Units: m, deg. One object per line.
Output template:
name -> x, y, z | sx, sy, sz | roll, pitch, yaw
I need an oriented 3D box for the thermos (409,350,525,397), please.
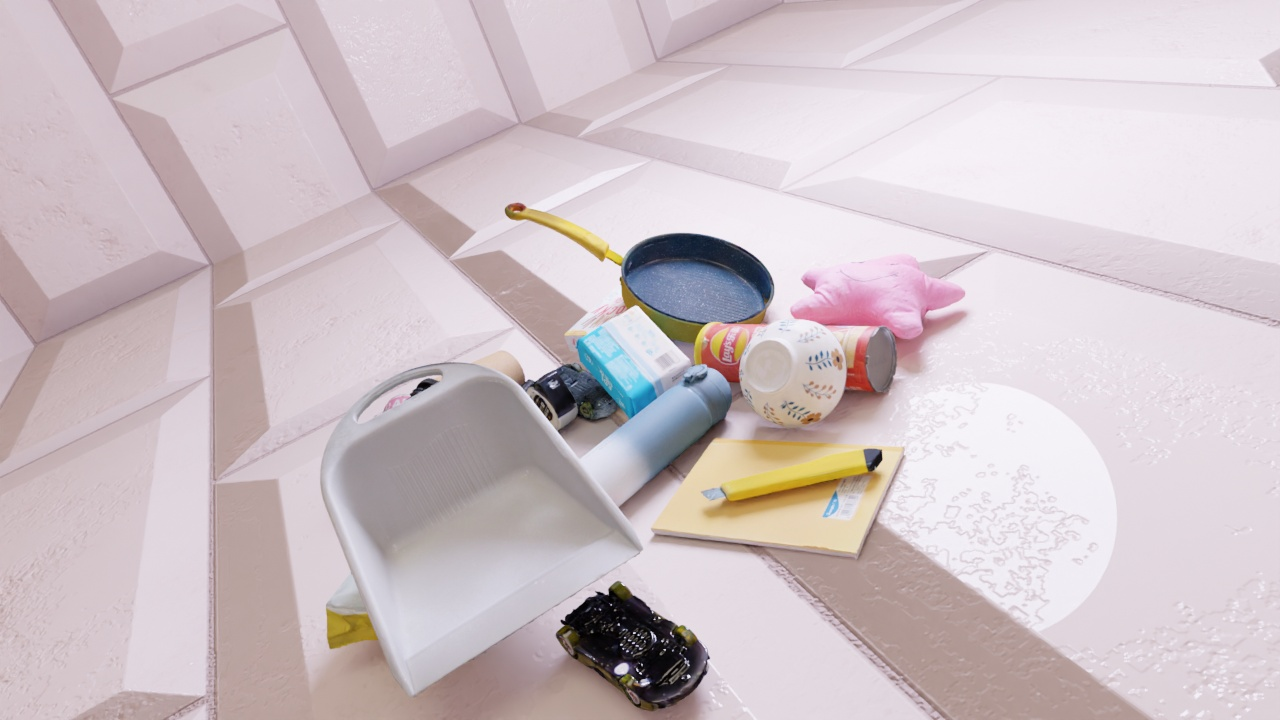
thermos -> -0.221, 0.043, 1.187 | 0.093, 0.093, 0.142 | 5, 30, 42

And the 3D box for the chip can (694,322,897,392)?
chip can -> 0.166, -0.005, 1.002 | 0.217, 0.073, 0.073 | 2, 35, 39

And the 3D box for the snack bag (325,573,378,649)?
snack bag -> -0.183, 0.187, 0.905 | 0.158, 0.068, 0.245 | -7, 30, 26

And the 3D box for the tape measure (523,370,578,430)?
tape measure -> -0.107, 0.051, 1.107 | 0.033, 0.066, 0.066 | -34, 2, -30

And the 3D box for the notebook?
notebook -> 0.127, 0.122, 0.860 | 0.207, 0.010, 0.145 | -1, 33, 35

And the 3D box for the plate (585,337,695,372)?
plate -> 0.012, -0.032, 1.201 | 0.192, 0.039, 0.192 | -17, 26, 9

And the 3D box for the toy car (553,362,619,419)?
toy car -> -0.072, 0.040, 1.135 | 0.054, 0.037, 0.121 | -37, 40, -29

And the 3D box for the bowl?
bowl -> 0.145, 0.011, 0.929 | 0.114, 0.113, 0.062 | 1, -6, 38

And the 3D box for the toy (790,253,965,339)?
toy -> 0.267, -0.081, 1.060 | 0.195, 0.075, 0.178 | 13, 35, 38

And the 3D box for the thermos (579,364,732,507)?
thermos -> 0.007, 0.085, 0.955 | 0.219, 0.070, 0.070 | -38, 31, -27

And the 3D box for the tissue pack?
tissue pack -> -0.006, 0.006, 1.079 | 0.089, 0.063, 0.140 | -32, 58, -17

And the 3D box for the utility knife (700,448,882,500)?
utility knife -> 0.138, 0.108, 0.846 | 0.173, 0.015, 0.033 | -15, 21, 15

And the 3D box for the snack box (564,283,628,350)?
snack box -> -0.023, -0.063, 1.211 | 0.085, 0.027, 0.156 | 1, 33, 37

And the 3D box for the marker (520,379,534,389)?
marker -> -0.177, 0.069, 1.178 | 0.018, 0.022, 0.130 | -4, 33, 43

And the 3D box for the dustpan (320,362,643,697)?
dustpan -> -0.165, 0.112, 0.804 | 0.222, 0.143, 0.258 | -30, 28, -15

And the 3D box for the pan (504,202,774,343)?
pan -> -0.004, -0.127, 1.174 | 0.357, 0.078, 0.197 | 14, 40, 5

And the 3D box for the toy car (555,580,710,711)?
toy car -> -0.008, 0.228, 0.726 | 0.070, 0.042, 0.158 | -35, 28, -25

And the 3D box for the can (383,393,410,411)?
can -> -0.307, 0.099, 1.173 | 0.058, 0.058, 0.147 | -21, 26, 1
